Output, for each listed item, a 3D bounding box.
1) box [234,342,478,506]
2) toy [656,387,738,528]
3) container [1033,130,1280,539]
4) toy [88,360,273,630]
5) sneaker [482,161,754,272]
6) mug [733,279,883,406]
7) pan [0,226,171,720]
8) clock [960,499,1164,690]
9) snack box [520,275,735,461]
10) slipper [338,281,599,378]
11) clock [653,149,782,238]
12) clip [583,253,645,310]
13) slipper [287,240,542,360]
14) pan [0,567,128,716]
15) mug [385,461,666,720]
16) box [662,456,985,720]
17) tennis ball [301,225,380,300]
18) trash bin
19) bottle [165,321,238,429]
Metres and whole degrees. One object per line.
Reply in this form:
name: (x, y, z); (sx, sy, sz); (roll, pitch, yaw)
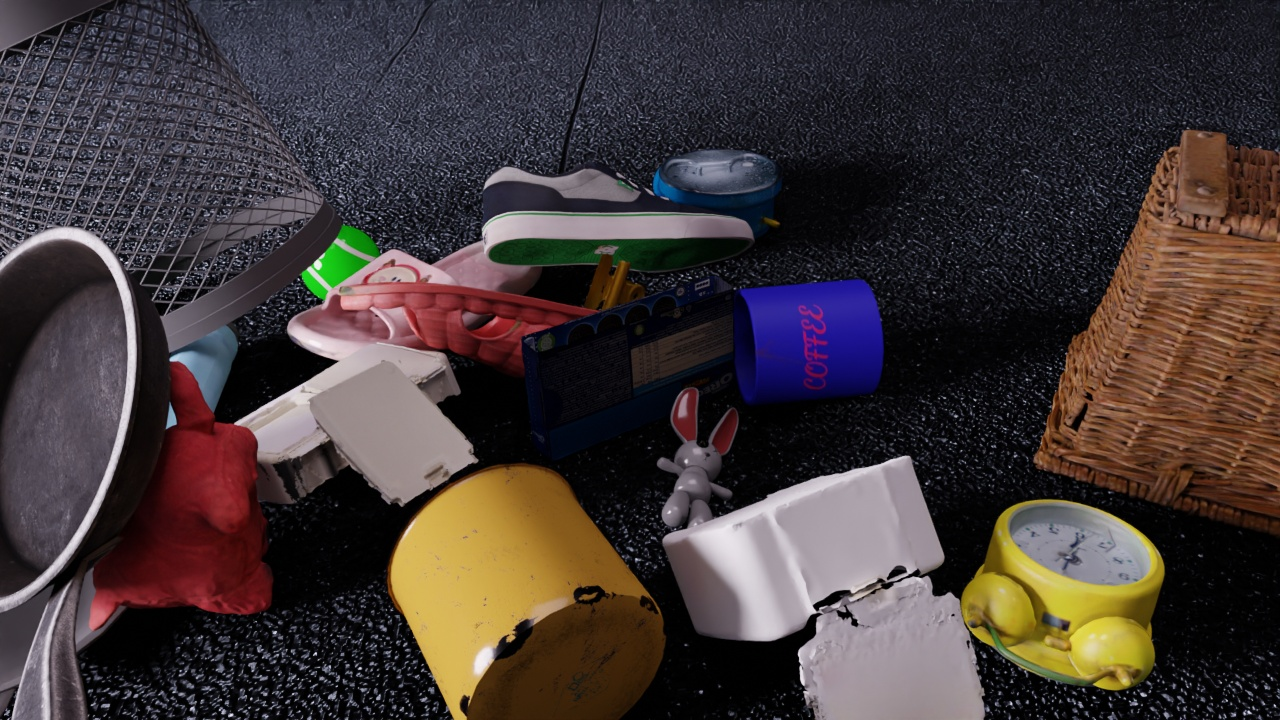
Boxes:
box: (-0.165, 0.020, 0.552); (0.187, 0.070, 0.143); (1, 28, 36)
toy: (0.035, 0.062, 0.556); (0.049, 0.030, 0.111); (27, 35, -8)
container: (0.382, -0.015, 0.514); (0.250, 0.183, 0.161); (15, 38, 25)
toy: (-0.240, 0.069, 0.461); (0.094, 0.133, 0.088); (-6, 20, -19)
sneaker: (-0.014, -0.123, 0.760); (0.235, 0.084, 0.079); (0, 74, -23)
mug: (0.109, -0.013, 0.640); (0.083, 0.079, 0.111); (-5, 4, -5)
pan: (-0.262, 0.092, 0.410); (0.188, 0.055, 0.356); (-38, 62, 18)
clock: (0.200, 0.115, 0.436); (0.083, 0.057, 0.118); (17, 30, 26)
snack box: (-0.004, 0.004, 0.604); (0.150, 0.082, 0.027); (-19, 34, -26)
slipper: (-0.086, -0.017, 0.648); (0.248, 0.059, 0.103); (7, 3, -15)
clock: (0.074, -0.166, 0.893); (0.117, 0.060, 0.161); (-6, 31, -4)
clip: (-0.017, -0.055, 0.738); (0.049, 0.054, 0.044); (17, 8, -15)
slipper: (-0.169, -0.054, 0.730); (0.107, 0.056, 0.220); (26, 40, 34)
pan: (-0.392, 0.075, 0.510); (0.216, 0.024, 0.354); (-3, 35, -35)
mug: (-0.043, 0.118, 0.422); (0.123, 0.100, 0.094); (26, 12, -43)
box: (0.094, 0.125, 0.428); (0.108, 0.136, 0.121); (-19, -6, -23)
tennis ball: (-0.249, -0.080, 0.764); (0.065, 0.065, 0.065); (-1, 32, 1)
trash bin: (-0.376, -0.148, 0.669); (0.218, 0.227, 0.217); (-19, 30, 11)
bottle: (-0.316, 0.007, 0.654); (0.040, 0.040, 0.130); (-6, 32, -7)
